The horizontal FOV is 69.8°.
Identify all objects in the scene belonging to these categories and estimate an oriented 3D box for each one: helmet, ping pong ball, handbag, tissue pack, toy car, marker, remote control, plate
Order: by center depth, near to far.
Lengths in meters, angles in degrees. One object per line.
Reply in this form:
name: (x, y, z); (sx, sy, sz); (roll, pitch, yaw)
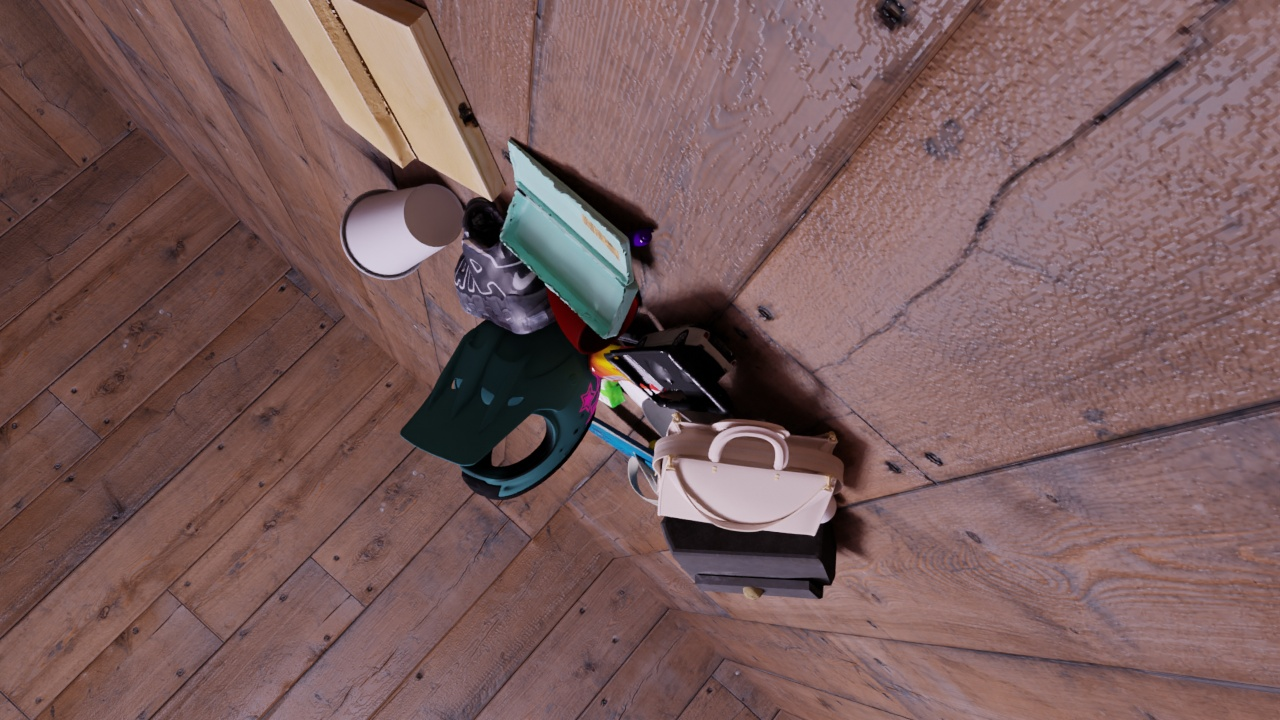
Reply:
marker: (-0.018, -0.116, 0.892); (0.015, 0.018, 0.134); (50, 165, -16)
handbag: (0.110, 0.105, 0.932); (0.194, 0.101, 0.198); (7, 153, 3)
toy car: (0.042, 0.000, 0.951); (0.094, 0.071, 0.192); (45, 164, -13)
ping pong ball: (0.204, 0.166, 1.052); (0.040, 0.040, 0.040); (39, 164, 13)
remote control: (-0.026, -0.035, 1.099); (0.045, 0.021, 0.141); (15, 179, -31)
handbag: (0.147, 0.254, 1.168); (0.198, 0.102, 0.199); (-2, 151, 20)
helmet: (-0.166, 0.045, 1.170); (0.176, 0.274, 0.200); (21, 150, 27)
plate: (0.024, 0.052, 1.229); (0.157, 0.014, 0.157); (39, 163, 13)
tissue pack: (-0.077, 0.015, 1.334); (0.114, 0.034, 0.100); (34, 161, 24)

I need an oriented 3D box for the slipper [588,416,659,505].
slipper: (0.023, 0.184, 1.436); (0.295, 0.060, 0.118); (34, 164, 3)

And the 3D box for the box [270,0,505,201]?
box: (-0.274, -0.303, 0.970); (0.253, 0.068, 0.247); (28, 161, 23)

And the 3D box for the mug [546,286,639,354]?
mug: (-0.058, -0.065, 1.020); (0.088, 0.087, 0.114); (45, -174, 23)

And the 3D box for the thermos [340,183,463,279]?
thermos: (-0.325, -0.184, 1.266); (0.131, 0.131, 0.222); (49, 155, -23)

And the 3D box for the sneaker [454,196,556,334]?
sneaker: (-0.184, -0.133, 1.122); (0.253, 0.097, 0.151); (30, 144, 54)

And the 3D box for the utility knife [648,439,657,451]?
utility knife: (0.060, 0.143, 1.371); (0.029, 0.020, 0.173); (47, 162, -22)

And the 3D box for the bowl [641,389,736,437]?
bowl: (0.074, 0.079, 1.102); (0.151, 0.056, 0.151); (38, 164, 13)

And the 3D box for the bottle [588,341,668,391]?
bottle: (-0.007, 0.006, 1.110); (0.071, 0.048, 0.134); (28, 171, -34)

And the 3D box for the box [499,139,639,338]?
box: (-0.075, -0.125, 0.922); (0.187, 0.052, 0.139); (44, 139, 26)
